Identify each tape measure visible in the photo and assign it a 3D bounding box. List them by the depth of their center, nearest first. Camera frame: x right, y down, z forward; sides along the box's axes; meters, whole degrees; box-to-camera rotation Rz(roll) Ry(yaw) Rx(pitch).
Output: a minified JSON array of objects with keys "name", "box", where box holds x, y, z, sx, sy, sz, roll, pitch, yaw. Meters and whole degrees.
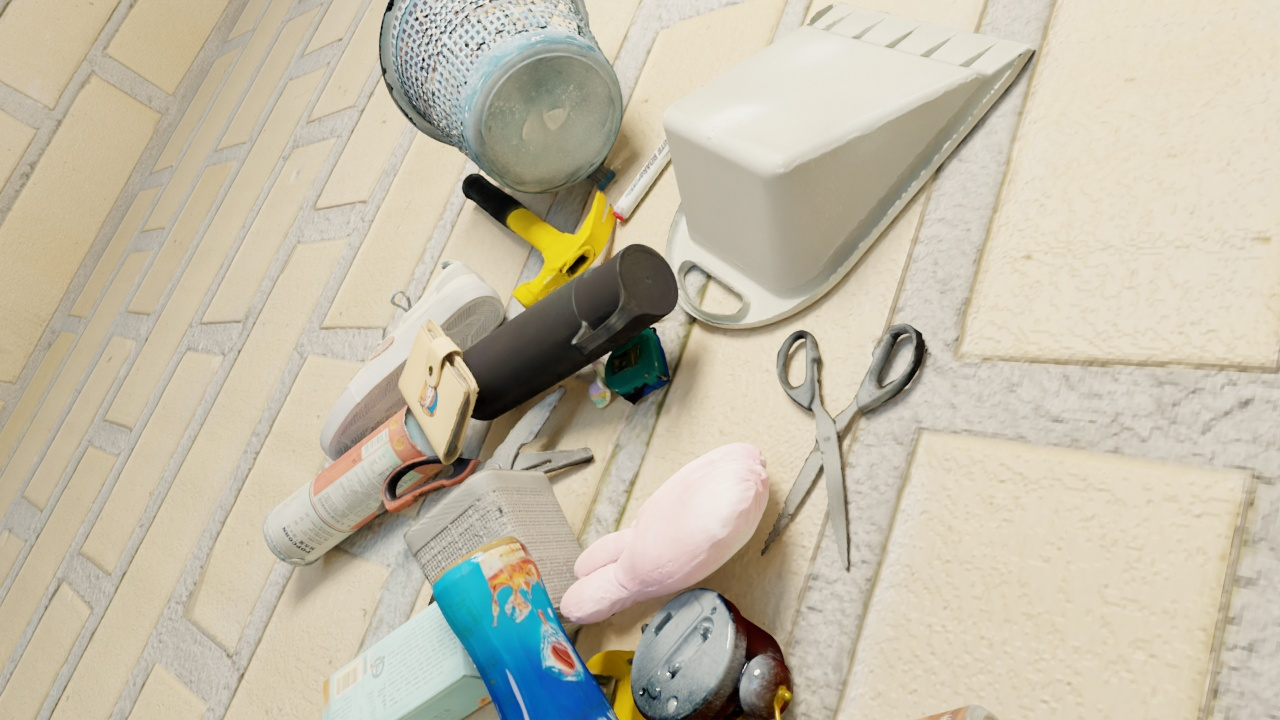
[{"name":"tape measure","box":[-0.020,0.221,0.605,0.057,0.029,0.059,-14,55,40]},{"name":"tape measure","box":[-0.004,0.004,0.739,0.055,0.025,0.058,-33,44,24]}]

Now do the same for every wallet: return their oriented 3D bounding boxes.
[{"name":"wallet","box":[-0.177,0.022,0.800,0.115,0.024,0.087,48,121,44]}]

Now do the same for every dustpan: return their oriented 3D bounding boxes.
[{"name":"dustpan","box":[0.129,-0.149,0.722,0.257,0.143,0.222,-29,38,-14]}]

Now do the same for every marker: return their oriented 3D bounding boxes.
[{"name":"marker","box":[0.021,-0.191,0.852,0.145,0.017,0.017,-53,40,2]}]

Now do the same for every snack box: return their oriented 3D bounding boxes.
[{"name":"snack box","box":[-0.180,0.256,0.723,0.175,0.051,0.074,-38,44,22]}]

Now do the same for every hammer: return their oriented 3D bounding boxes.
[{"name":"hammer","box":[-0.122,-0.144,0.938,0.128,0.033,0.301,-43,37,-5]}]

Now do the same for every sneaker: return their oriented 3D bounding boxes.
[{"name":"sneaker","box":[-0.246,-0.003,0.930,0.242,0.089,0.090,-46,56,6]}]

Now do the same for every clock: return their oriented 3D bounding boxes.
[{"name":"clock","box":[0.043,0.187,0.529,0.082,0.055,0.122,-49,26,4]}]

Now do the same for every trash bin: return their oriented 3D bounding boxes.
[{"name":"trash bin","box":[-0.121,-0.270,0.894,0.227,0.226,0.195,-45,46,12]}]

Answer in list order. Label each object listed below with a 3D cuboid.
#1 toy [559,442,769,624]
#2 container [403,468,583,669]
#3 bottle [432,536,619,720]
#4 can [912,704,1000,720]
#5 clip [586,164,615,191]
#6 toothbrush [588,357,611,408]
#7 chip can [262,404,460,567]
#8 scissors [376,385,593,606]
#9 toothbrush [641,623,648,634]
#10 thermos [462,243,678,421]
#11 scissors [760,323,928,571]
[{"name":"toy","box":[0.017,0.113,0.597,0.160,0.054,0.121,-35,9,18]},{"name":"container","box":[-0.094,0.151,0.660,0.090,0.090,0.114,-41,66,17]},{"name":"bottle","box":[-0.052,0.215,0.554,0.065,0.065,0.218,-36,75,22]},{"name":"can","box":[0.123,0.210,0.447,0.117,0.058,0.058,-29,47,29]},{"name":"clip","box":[-0.048,-0.192,0.920,0.027,0.043,0.058,-52,32,8]},{"name":"toothbrush","box":[-0.053,-0.032,0.817,0.189,0.020,0.029,-109,19,-45]},{"name":"chip can","box":[-0.272,0.122,0.891,0.215,0.071,0.071,-35,44,23]},{"name":"scissors","box":[-0.139,0.108,0.782,0.189,0.015,0.227,21,87,31]},{"name":"toothbrush","box":[0.031,0.235,0.556,0.018,0.015,0.181,-50,40,21]},{"name":"thermos","box":[-0.076,-0.012,0.745,0.243,0.068,0.089,-29,17,45]},{"name":"scissors","box":[0.125,0.046,0.595,0.160,0.014,0.180,-39,45,22]}]
